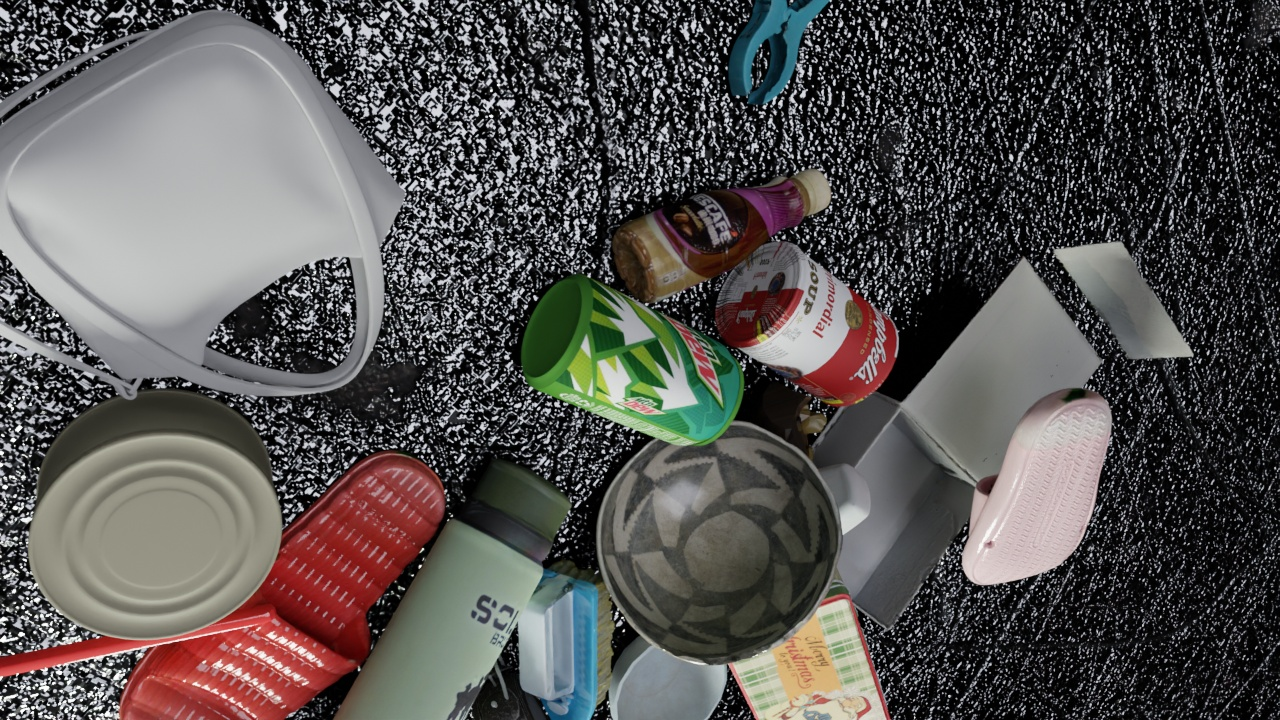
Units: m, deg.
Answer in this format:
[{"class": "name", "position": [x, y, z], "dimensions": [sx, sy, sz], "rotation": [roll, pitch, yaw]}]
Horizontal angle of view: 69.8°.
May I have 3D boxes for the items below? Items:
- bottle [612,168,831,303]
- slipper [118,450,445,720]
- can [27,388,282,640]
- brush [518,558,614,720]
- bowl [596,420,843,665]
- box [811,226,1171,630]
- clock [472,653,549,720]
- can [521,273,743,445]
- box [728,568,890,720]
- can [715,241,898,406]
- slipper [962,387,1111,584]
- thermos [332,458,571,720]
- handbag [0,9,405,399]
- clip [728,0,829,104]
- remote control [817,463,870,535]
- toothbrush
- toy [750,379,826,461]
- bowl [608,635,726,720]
[{"class": "bottle", "position": [0.063, -0.097, 0.660], "dimensions": [0.165, 0.060, 0.060], "rotation": [-25, 116, -19]}, {"class": "slipper", "position": [-0.221, 0.167, 0.597], "dimensions": [0.248, 0.059, 0.103], "rotation": [-44, 121, -10]}, {"class": "can", "position": [-0.277, 0.088, 0.531], "dimensions": [0.127, 0.073, 0.128], "rotation": [-9, 110, -26]}, {"class": "brush", "position": [-0.059, 0.225, 0.689], "dimensions": [0.075, 0.055, 0.136], "rotation": [-27, 122, -55]}, {"class": "bowl", "position": [0.060, 0.140, 0.697], "dimensions": [0.178, 0.178, 0.081], "rotation": [-43, 157, -10]}, {"class": "box", "position": [0.276, 0.062, 0.803], "dimensions": [0.166, 0.098, 0.368], "rotation": [39, 93, -32]}, {"class": "clock", "position": [-0.095, 0.277, 0.681], "dimensions": [0.043, 0.091, 0.123], "rotation": [-29, 101, -7]}, {"class": "can", "position": [-0.004, 0.004, 0.644], "dimensions": [0.144, 0.083, 0.083], "rotation": [24, 94, -32]}, {"class": "box", "position": [0.139, 0.260, 0.788], "dimensions": [0.118, 0.051, 0.206], "rotation": [-21, 125, 2]}, {"class": "can", "position": [0.127, -0.026, 0.701], "dimensions": [0.116, 0.087, 0.086], "rotation": [30, 91, -32]}, {"class": "slipper", "position": [0.318, 0.110, 0.751], "dimensions": [0.106, 0.055, 0.222], "rotation": [-10, 129, -12]}, {"class": "thermos", "position": [-0.128, 0.178, 0.618], "dimensions": [0.082, 0.082, 0.231], "rotation": [38, 72, -32]}, {"class": "handbag", "position": [-0.240, -0.060, 0.519], "dimensions": [0.215, 0.095, 0.223], "rotation": [-37, 132, -12]}, {"class": "clip", "position": [0.091, -0.244, 0.648], "dimensions": [0.102, 0.027, 0.119], "rotation": [16, 98, -28]}, {"class": "remote control", "position": [0.130, 0.123, 0.737], "dimensions": [0.115, 0.060, 0.028], "rotation": [-34, 134, 27]}, {"class": "toothbrush", "position": [-0.322, 0.174, 0.539], "dimensions": [0.212, 0.012, 0.018], "rotation": [-10, 111, -7]}, {"class": "toy", "position": [0.121, 0.061, 0.745], "dimensions": [0.062, 0.076, 0.100], "rotation": [-15, 141, 5]}, {"class": "bowl", "position": [0.017, 0.265, 0.766], "dimensions": [0.106, 0.039, 0.106], "rotation": [-9, 110, -25]}]
